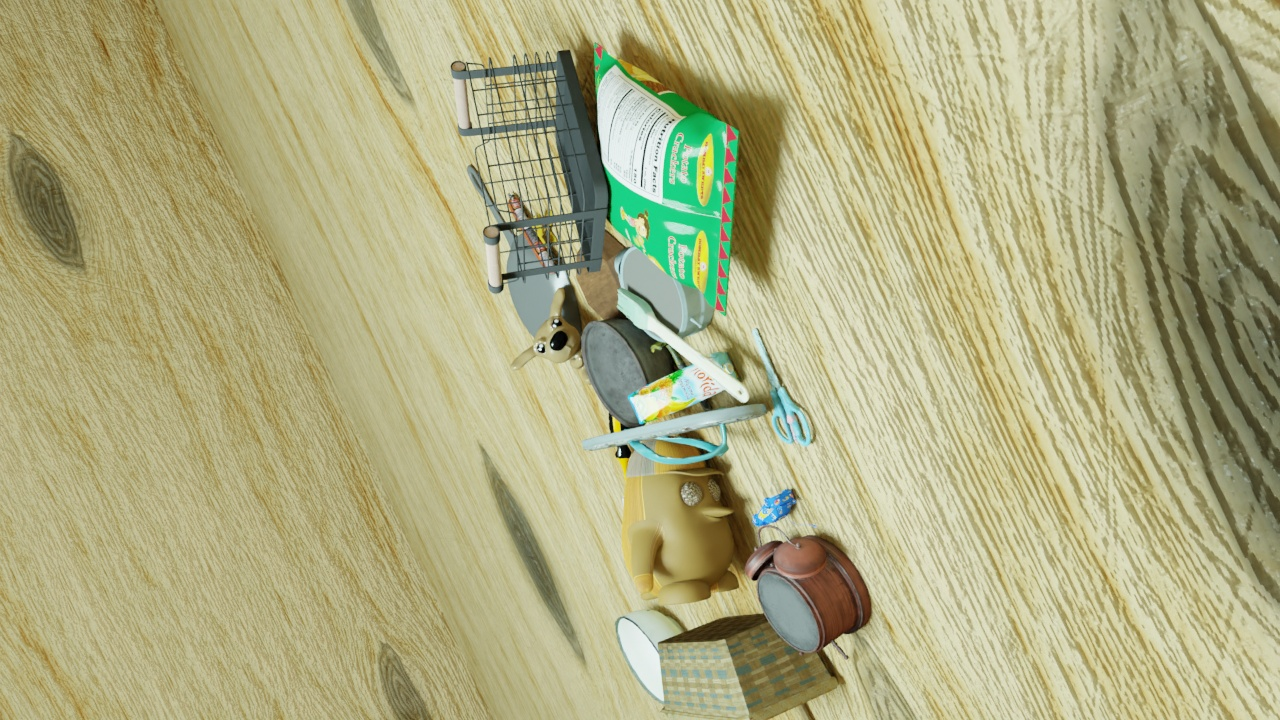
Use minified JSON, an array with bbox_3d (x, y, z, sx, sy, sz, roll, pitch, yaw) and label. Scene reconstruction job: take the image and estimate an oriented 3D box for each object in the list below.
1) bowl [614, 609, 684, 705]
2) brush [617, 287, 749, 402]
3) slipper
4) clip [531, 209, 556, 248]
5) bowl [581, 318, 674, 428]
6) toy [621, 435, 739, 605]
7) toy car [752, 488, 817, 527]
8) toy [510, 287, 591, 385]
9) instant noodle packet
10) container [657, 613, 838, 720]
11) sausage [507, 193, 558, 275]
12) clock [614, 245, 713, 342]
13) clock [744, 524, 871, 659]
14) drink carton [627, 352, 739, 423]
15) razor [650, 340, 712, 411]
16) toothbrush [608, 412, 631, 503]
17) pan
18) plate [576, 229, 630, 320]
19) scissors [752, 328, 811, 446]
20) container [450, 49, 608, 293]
[{"bbox_3d":[0.031,0.459,1.451,0.153,0.072,0.154,40,143,39],"label":"bowl"},{"bbox_3d":[0.043,-0.017,1.015,0.218,0.012,0.033,40,143,35],"label":"brush"},{"bbox_3d":[0.043,0.092,1.061,0.270,0.098,0.054,-15,84,45],"label":"slipper"},{"bbox_3d":[-0.140,-0.184,1.264,0.053,0.039,0.047,57,159,18],"label":"clip"},{"bbox_3d":[-0.007,0.007,1.155,0.145,0.067,0.145,40,144,38],"label":"bowl"},{"bbox_3d":[0.049,0.193,1.148,0.163,0.198,0.203,-15,80,34],"label":"toy"},{"bbox_3d":[0.165,0.182,1.035,0.062,0.033,0.092,58,152,26],"label":"toy car"},{"bbox_3d":[-0.100,-0.018,1.269,0.108,0.134,0.106,32,177,-9],"label":"toy"},{"bbox_3d":[0.019,-0.186,0.928,0.252,0.090,0.196,46,147,42],"label":"instant noodle packet"},{"bbox_3d":[0.134,0.434,1.176,0.251,0.157,0.186,-37,68,62],"label":"container"},{"bbox_3d":[-0.154,-0.178,1.298,0.155,0.020,0.020,59,152,22],"label":"sausage"},{"bbox_3d":[0.021,-0.083,1.058,0.159,0.045,0.122,12,122,54],"label":"clock"},{"bbox_3d":[0.181,0.251,1.026,0.157,0.072,0.121,63,152,1],"label":"clock"},{"bbox_3d":[0.050,0.031,1.044,0.129,0.038,0.044,-25,90,24],"label":"drink carton"},{"bbox_3d":[0.056,0.016,1.098,0.026,0.042,0.106,-19,106,54],"label":"razor"},{"bbox_3d":[-0.025,0.132,1.319,0.031,0.031,0.197,0,114,13],"label":"toothbrush"},{"bbox_3d":[-0.183,-0.146,1.380,0.354,0.024,0.217,60,152,10],"label":"pan"},{"bbox_3d":[-0.045,-0.102,1.177,0.131,0.025,0.131,40,144,38],"label":"plate"},{"bbox_3d":[0.144,0.028,0.979,0.063,0.015,0.138,-20,89,66],"label":"scissors"},{"bbox_3d":[-0.126,-0.212,1.025,0.163,0.130,0.241,102,156,-63],"label":"container"}]
